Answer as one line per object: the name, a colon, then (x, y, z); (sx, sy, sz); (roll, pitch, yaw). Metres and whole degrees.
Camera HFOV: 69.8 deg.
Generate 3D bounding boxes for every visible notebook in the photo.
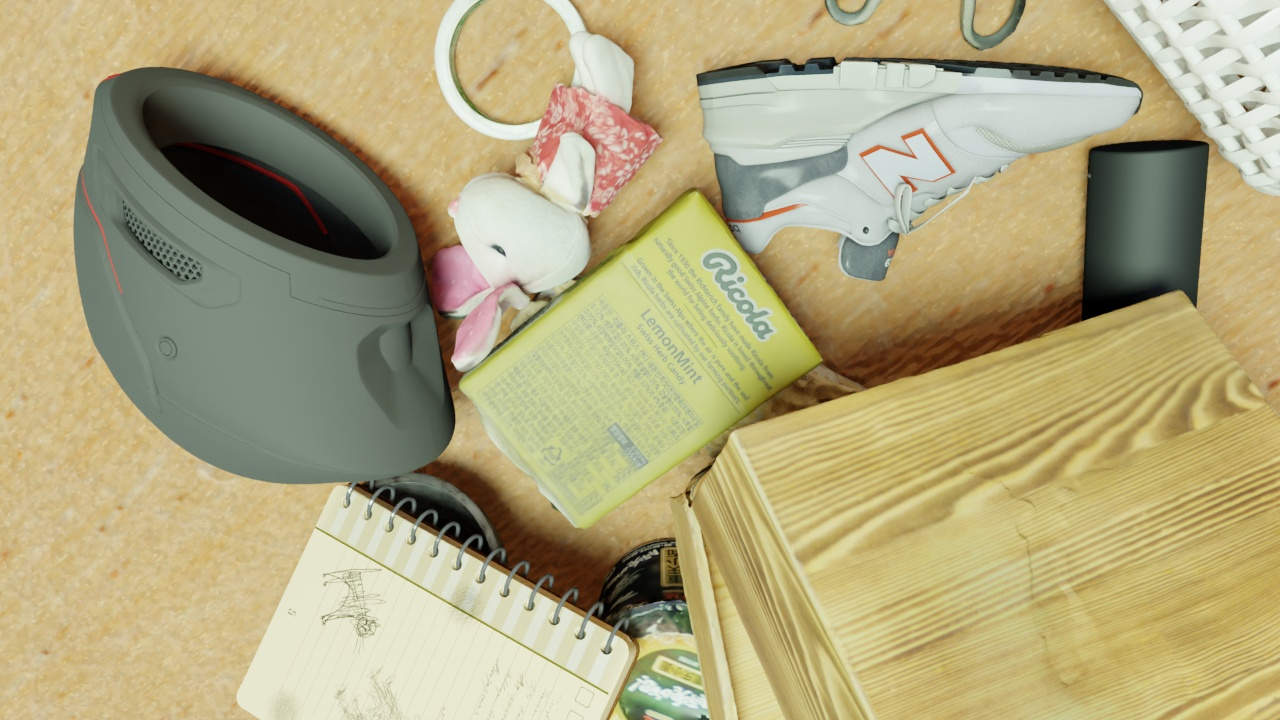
notebook: (-0.128, 0.185, 0.555); (0.225, 0.024, 0.167); (24, 87, 20)

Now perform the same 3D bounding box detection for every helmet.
helmet: (-0.219, -0.027, 0.531); (0.264, 0.163, 0.170); (38, 118, 5)

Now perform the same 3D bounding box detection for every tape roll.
tape roll: (-0.076, -0.181, 0.552); (0.094, 0.018, 0.094); (1, 107, 2)

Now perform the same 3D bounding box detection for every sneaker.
sneaker: (0.150, -0.109, 0.534); (0.240, 0.088, 0.124); (5, 112, 10)

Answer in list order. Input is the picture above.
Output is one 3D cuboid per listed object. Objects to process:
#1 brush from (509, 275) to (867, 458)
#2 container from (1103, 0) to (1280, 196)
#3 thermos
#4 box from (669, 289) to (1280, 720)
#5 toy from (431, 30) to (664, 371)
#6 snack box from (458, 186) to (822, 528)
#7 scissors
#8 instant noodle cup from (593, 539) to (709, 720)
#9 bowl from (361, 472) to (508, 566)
brush: (0.049, 0.021, 0.588); (0.271, 0.056, 0.083); (23, 104, -5)
container: (0.327, -0.208, 0.434); (0.189, 0.189, 0.187); (-43, 102, 14)
thermos: (0.303, -0.014, 0.562); (0.061, 0.061, 0.231); (-5, 107, 4)
box: (0.175, 0.131, 0.510); (0.278, 0.264, 0.269); (-16, 66, -17)
toy: (-0.059, -0.089, 0.521); (0.084, 0.159, 0.194); (29, 101, -25)
snack box: (-0.003, 0.003, 0.532); (0.181, 0.045, 0.121); (-37, 99, 10)
scissors: (0.170, -0.241, 0.502); (0.158, 0.012, 0.168); (-29, 118, 25)
instant noodle cup: (0.023, 0.192, 0.614); (0.137, 0.112, 0.137); (1, 108, 2)
bowl: (-0.147, 0.151, 0.617); (0.145, 0.067, 0.144); (-4, 77, 16)
